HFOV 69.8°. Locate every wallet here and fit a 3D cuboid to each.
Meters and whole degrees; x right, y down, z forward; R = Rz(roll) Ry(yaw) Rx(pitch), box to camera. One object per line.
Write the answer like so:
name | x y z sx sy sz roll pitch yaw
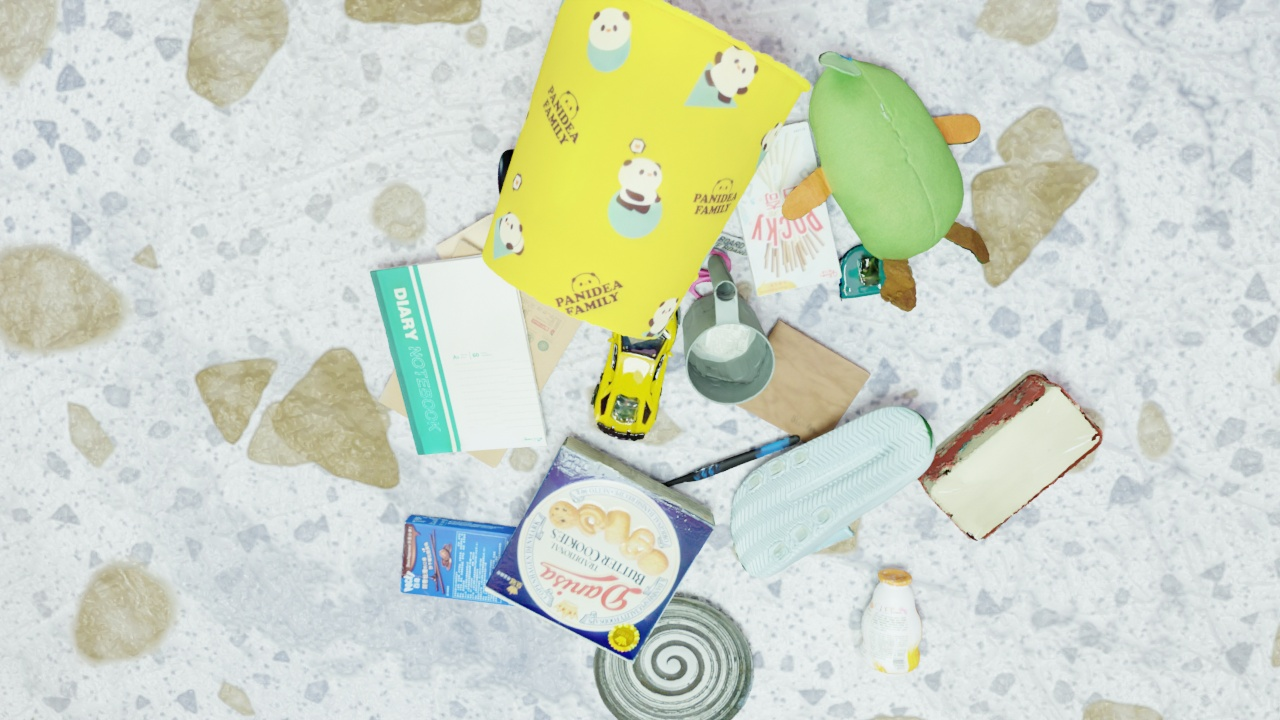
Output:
wallet | -0.146 -0.088 0.945 0.087 0.024 0.115 -28 98 8
wallet | 0.166 0.027 0.953 0.115 0.020 0.101 29 104 -6

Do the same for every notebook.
notebook | -0.168 -0.002 0.958 0.148 0.008 0.208 30 111 -4
notebook | -0.185 -0.002 0.949 0.150 0.012 0.209 -6 109 10

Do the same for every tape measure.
tape measure | 0.225 -0.089 0.919 0.058 0.025 0.054 -9 103 5
tape measure | -0.116 -0.179 0.905 0.039 0.057 0.057 3 100 6

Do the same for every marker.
marker | 0.081 -0.121 0.926 0.146 0.017 0.017 18 103 -1

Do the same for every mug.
mug | 0.081 -0.033 0.891 0.084 0.103 0.124 -5 112 1

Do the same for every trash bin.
trash bin | -0.009 -0.173 0.816 0.229 0.229 0.256 25 105 -2

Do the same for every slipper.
slipper | 0.193 0.132 0.937 0.246 0.074 0.104 -37 56 23

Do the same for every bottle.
bottle | 0.268 0.278 0.978 0.063 0.063 0.108 1 103 3

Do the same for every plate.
plate | 0.037 0.342 1.028 0.179 0.024 0.179 1 102 5

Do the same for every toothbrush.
toothbrush | 0.080 0.116 0.974 0.190 0.016 0.014 -21 104 12

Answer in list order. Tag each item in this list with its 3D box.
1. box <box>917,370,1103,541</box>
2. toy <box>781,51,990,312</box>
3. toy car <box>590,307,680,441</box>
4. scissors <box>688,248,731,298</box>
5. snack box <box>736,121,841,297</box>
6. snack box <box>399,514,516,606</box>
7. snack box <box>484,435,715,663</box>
box | 0.369 0.097 0.925 0.168 0.076 0.091 -43 97 11
toy | 0.235 -0.177 0.865 0.226 0.090 0.246 -26 93 -17
toy car | -0.006 0.005 0.947 0.071 0.041 0.156 15 102 0
scissors | 0.026 -0.088 0.935 0.133 0.017 0.057 3 110 1
snack box | 0.139 -0.147 0.900 0.085 0.027 0.157 -13 93 3
snack box | -0.183 0.222 1.012 0.157 0.026 0.084 7 101 2
snack box | -0.042 0.201 0.968 0.178 0.045 0.182 28 99 -5
